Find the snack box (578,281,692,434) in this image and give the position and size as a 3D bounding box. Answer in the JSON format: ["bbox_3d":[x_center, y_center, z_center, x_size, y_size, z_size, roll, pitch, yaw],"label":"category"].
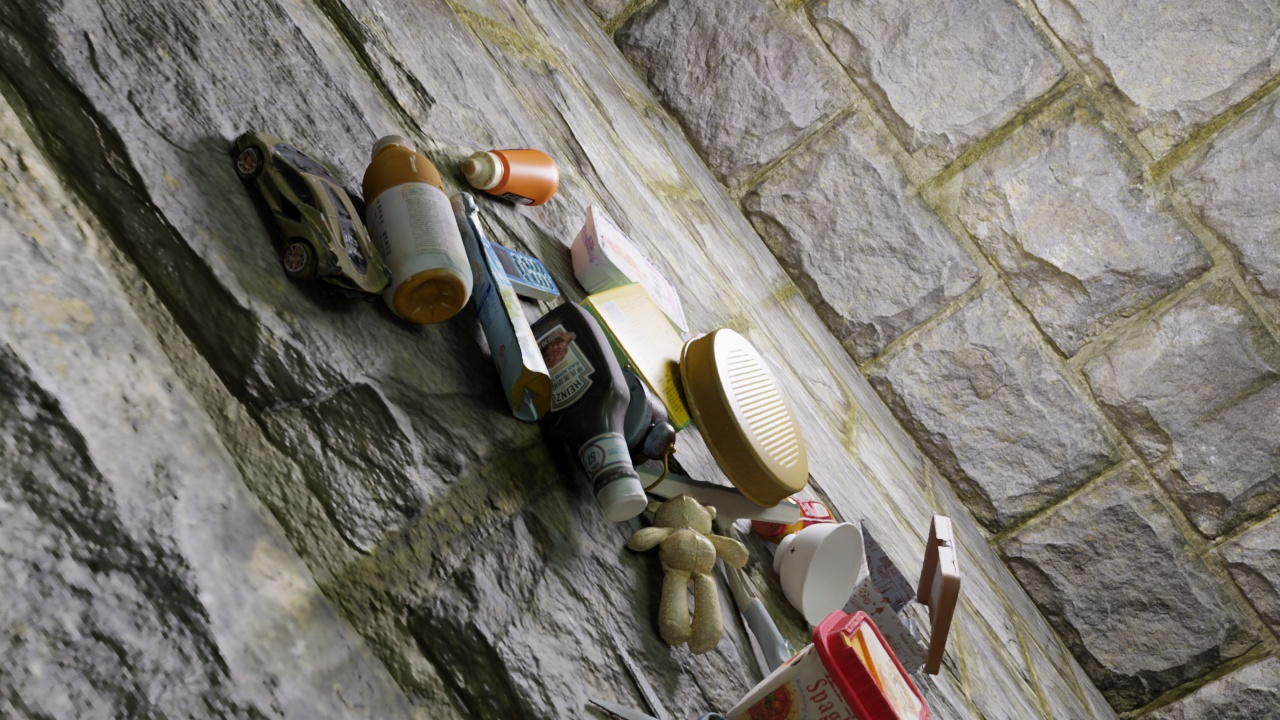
[{"bbox_3d":[-0.006,0.006,0.960,0.157,0.070,0.209,54,16,1],"label":"snack box"}]

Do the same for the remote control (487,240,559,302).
[{"bbox_3d":[-0.125,-0.087,0.907,0.049,0.024,0.124,59,17,18],"label":"remote control"}]

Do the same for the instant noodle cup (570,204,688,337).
[{"bbox_3d":[-0.022,-0.100,1.149,0.173,0.060,0.137,44,19,-32],"label":"instant noodle cup"}]

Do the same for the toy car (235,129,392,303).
[{"bbox_3d":[-0.230,-0.104,0.641,0.158,0.042,0.070,55,16,16],"label":"toy car"}]

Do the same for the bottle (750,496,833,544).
[{"bbox_3d":[0.182,0.193,1.104,0.174,0.057,0.057,22,35,-59],"label":"bottle"}]

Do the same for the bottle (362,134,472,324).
[{"bbox_3d":[-0.182,-0.111,0.728,0.068,0.068,0.189,34,25,-47],"label":"bottle"}]

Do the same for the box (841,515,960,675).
[{"bbox_3d":[0.323,0.276,1.111,0.152,0.175,0.182,50,17,-5],"label":"box"}]

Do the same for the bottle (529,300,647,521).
[{"bbox_3d":[-0.044,0.043,0.767,0.044,0.080,0.194,32,28,-53],"label":"bottle"}]

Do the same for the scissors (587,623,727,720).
[{"bbox_3d":[0.025,0.263,0.632,0.179,0.014,0.159,35,22,-40],"label":"scissors"}]

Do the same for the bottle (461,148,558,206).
[{"bbox_3d":[-0.151,-0.210,1.034,0.066,0.067,0.149,56,24,10],"label":"bottle"}]

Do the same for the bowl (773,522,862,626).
[{"bbox_3d":[0.188,0.226,1.017,0.065,0.118,0.118,18,-11,42],"label":"bowl"}]

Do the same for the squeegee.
[{"bbox_3d":[0.109,0.228,0.873,0.246,0.039,0.246,19,37,-39],"label":"squeegee"}]

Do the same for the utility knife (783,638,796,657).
[{"bbox_3d":[0.177,0.357,0.850,0.031,0.022,0.216,23,38,-49],"label":"utility knife"}]

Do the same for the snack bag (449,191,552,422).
[{"bbox_3d":[-0.120,-0.047,0.764,0.110,0.039,0.191,79,-12,-62],"label":"snack bag"}]

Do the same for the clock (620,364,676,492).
[{"bbox_3d":[-0.015,0.062,0.805,0.055,0.082,0.122,40,18,-54],"label":"clock"}]

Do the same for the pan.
[{"bbox_3d":[0.131,0.062,1.045,0.356,0.078,0.197,-5,69,-65],"label":"pan"}]

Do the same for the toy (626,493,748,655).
[{"bbox_3d":[0.039,0.175,0.772,0.105,0.066,0.157,6,33,-5],"label":"toy"}]

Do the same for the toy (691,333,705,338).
[{"bbox_3d":[0.118,0.033,1.274,0.159,0.054,0.121,54,15,-24],"label":"toy"}]

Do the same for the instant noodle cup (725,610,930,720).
[{"bbox_3d":[0.145,0.276,0.724,0.116,0.124,0.116,57,17,16],"label":"instant noodle cup"}]
